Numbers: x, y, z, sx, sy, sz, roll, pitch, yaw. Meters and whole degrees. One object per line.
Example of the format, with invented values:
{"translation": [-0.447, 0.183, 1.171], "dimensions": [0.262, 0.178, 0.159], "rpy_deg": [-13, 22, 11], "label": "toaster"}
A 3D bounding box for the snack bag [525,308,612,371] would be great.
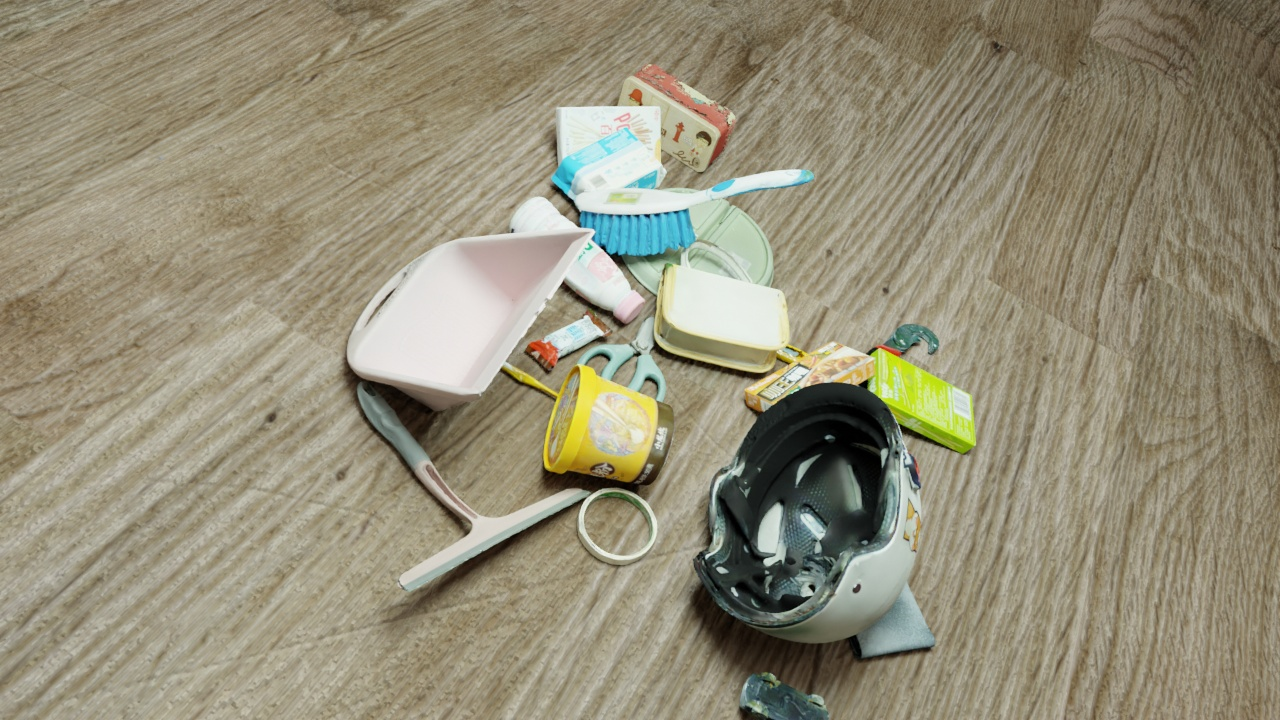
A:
{"translation": [-0.085, -0.026, 1.109], "dimensions": [0.048, 0.026, 0.104], "rpy_deg": [43, 51, 19], "label": "snack bag"}

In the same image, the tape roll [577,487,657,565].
{"translation": [-0.025, 0.176, 0.979], "dimensions": [0.085, 0.014, 0.085], "rpy_deg": [9, 51, -12], "label": "tape roll"}

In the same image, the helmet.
{"translation": [0.192, 0.173, 0.947], "dimensions": [0.157, 0.231, 0.273], "rpy_deg": [48, 45, -30], "label": "helmet"}

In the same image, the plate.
{"translation": [0.081, -0.159, 1.273], "dimensions": [0.230, 0.028, 0.229], "rpy_deg": [9, 52, -12], "label": "plate"}

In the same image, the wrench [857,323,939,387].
{"translation": [0.315, 0.005, 1.218], "dimensions": [0.272, 0.016, 0.056], "rpy_deg": [-25, 65, -39], "label": "wrench"}

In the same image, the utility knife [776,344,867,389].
{"translation": [0.216, 0.002, 1.199], "dimensions": [0.195, 0.015, 0.033], "rpy_deg": [25, 46, 1], "label": "utility knife"}

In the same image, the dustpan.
{"translation": [-0.204, -0.057, 0.966], "dimensions": [0.139, 0.274, 0.222], "rpy_deg": [38, 60, -13], "label": "dustpan"}

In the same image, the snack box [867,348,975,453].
{"translation": [0.362, 0.052, 1.183], "dimensions": [0.156, 0.026, 0.085], "rpy_deg": [25, 49, -16], "label": "snack box"}

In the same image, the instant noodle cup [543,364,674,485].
{"translation": [-0.033, 0.076, 0.994], "dimensions": [0.114, 0.119, 0.118], "rpy_deg": [18, 49, -16], "label": "instant noodle cup"}

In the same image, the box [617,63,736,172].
{"translation": [0.057, -0.374, 1.391], "dimensions": [0.168, 0.092, 0.079], "rpy_deg": [34, 52, 8], "label": "box"}

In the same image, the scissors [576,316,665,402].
{"translation": [-0.029, -0.006, 1.120], "dimensions": [0.132, 0.019, 0.185], "rpy_deg": [13, 49, -9], "label": "scissors"}

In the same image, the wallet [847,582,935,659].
{"translation": [0.258, 0.264, 1.008], "dimensions": [0.097, 0.019, 0.120], "rpy_deg": [-2, 52, -23], "label": "wallet"}

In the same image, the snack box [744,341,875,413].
{"translation": [0.210, 0.026, 1.136], "dimensions": [0.153, 0.026, 0.075], "rpy_deg": [-26, 31, -25], "label": "snack box"}

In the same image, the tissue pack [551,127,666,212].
{"translation": [-0.042, -0.257, 1.273], "dimensions": [0.139, 0.063, 0.090], "rpy_deg": [-32, 69, -19], "label": "tissue pack"}

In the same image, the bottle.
{"translation": [-0.079, -0.124, 1.166], "dimensions": [0.197, 0.068, 0.068], "rpy_deg": [43, 52, 11], "label": "bottle"}

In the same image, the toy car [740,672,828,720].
{"translation": [0.140, 0.340, 0.894], "dimensions": [0.090, 0.034, 0.042], "rpy_deg": [24, 47, -3], "label": "toy car"}

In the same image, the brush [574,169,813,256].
{"translation": [0.060, -0.189, 1.156], "dimensions": [0.315, 0.110, 0.060], "rpy_deg": [4, 42, 17], "label": "brush"}

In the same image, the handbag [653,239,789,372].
{"translation": [0.102, -0.076, 1.177], "dimensions": [0.163, 0.063, 0.178], "rpy_deg": [13, 51, -9], "label": "handbag"}

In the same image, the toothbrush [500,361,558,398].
{"translation": [-0.144, 0.019, 1.062], "dimensions": [0.191, 0.016, 0.018], "rpy_deg": [30, 58, 4], "label": "toothbrush"}

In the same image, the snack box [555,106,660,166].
{"translation": [-0.045, -0.323, 1.324], "dimensions": [0.156, 0.085, 0.027], "rpy_deg": [-8, 16, -24], "label": "snack box"}

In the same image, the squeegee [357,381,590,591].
{"translation": [-0.219, 0.110, 0.949], "dimensions": [0.249, 0.040, 0.246], "rpy_deg": [42, 36, 22], "label": "squeegee"}
